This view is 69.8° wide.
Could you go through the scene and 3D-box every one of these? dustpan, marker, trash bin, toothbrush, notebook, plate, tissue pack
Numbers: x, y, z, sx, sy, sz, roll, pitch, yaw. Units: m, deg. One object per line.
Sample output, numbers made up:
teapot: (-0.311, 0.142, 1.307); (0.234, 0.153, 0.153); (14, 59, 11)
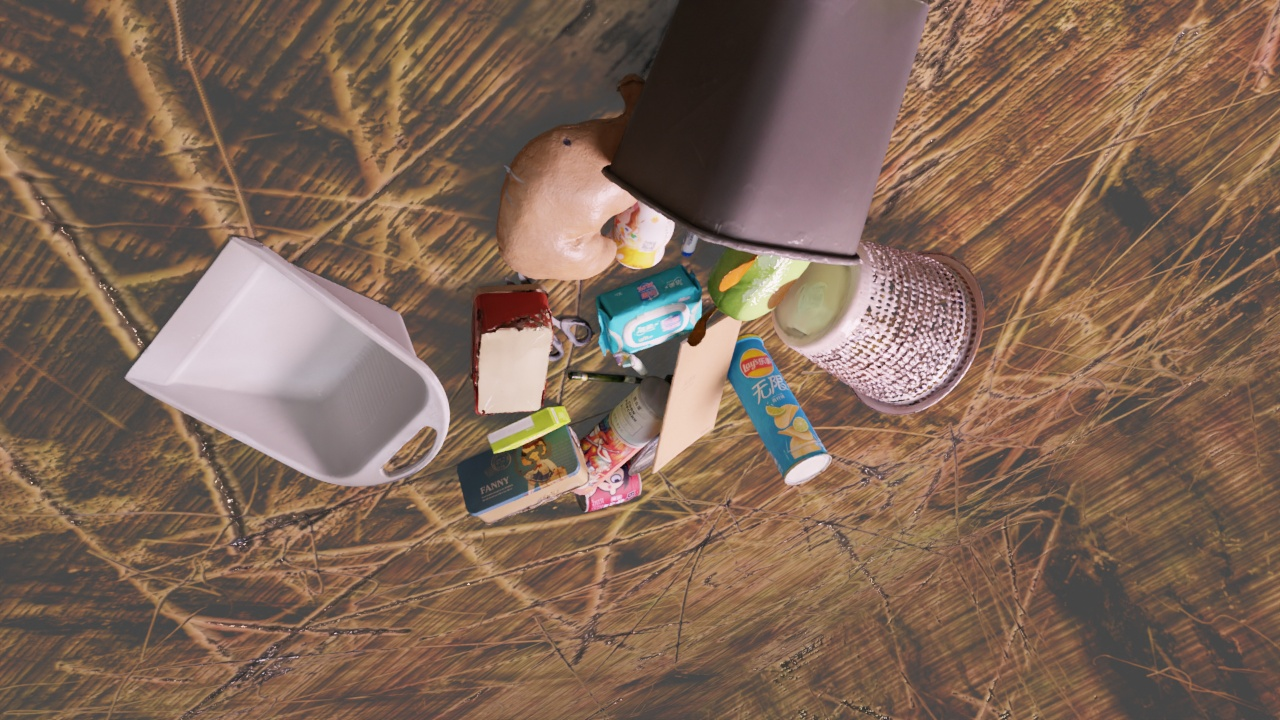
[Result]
dustpan: (-0.330, 0.031, 0.923); (0.223, 0.142, 0.257); (-41, 147, 24)
marker: (0.067, -0.169, 1.016); (0.016, 0.017, 0.146); (-11, 146, -21)
trash bin: (0.111, -0.219, 0.774); (0.198, 0.199, 0.220); (3, 116, -38)
trash bin: (0.283, -0.061, 1.167); (0.192, 0.227, 0.228); (18, 130, -32)
toothbrush: (-0.007, 0.007, 1.166); (0.020, 0.029, 0.189); (-62, 171, -1)
toothbrush: (-0.020, 0.023, 1.248); (0.185, 0.012, 0.017); (5, 133, -39)
notebook: (0.075, 0.038, 1.222); (0.149, 0.012, 0.212); (-32, 143, -46)
plate: (0.045, 0.107, 1.372); (0.179, 0.024, 0.179); (-39, 168, -10)
tissue pack: (0.008, -0.056, 1.111); (0.133, 0.050, 0.093); (-20, 150, -6)

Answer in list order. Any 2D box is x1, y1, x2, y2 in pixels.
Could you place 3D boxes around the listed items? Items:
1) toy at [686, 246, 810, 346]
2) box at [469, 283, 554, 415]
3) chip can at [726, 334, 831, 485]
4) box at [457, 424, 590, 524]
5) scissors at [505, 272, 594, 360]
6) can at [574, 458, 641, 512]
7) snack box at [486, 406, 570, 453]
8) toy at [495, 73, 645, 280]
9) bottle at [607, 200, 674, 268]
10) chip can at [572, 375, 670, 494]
toy: (0.143, -0.116, 1.052); (0.226, 0.090, 0.247); (-37, 168, -50)
box: (-0.146, -0.003, 1.045); (0.091, 0.080, 0.169); (-4, 145, -14)
chip can: (0.180, 0.065, 1.257); (0.071, 0.210, 0.071); (-18, 148, -12)
box: (-0.167, 0.159, 1.273); (0.184, 0.089, 0.061); (-24, 149, 1)
scissors: (-0.118, -0.047, 1.073); (0.171, 0.014, 0.147); (5, 137, -40)
can: (-0.052, 0.192, 1.426); (0.093, 0.066, 0.067); (-13, 147, -19)
snack box: (-0.141, 0.087, 1.182); (0.086, 0.026, 0.156); (-25, 177, 1)
toy: (-0.062, -0.168, 0.876); (0.143, 0.082, 0.227); (-3, 138, -33)
bottle: (0.006, -0.148, 0.959); (0.063, 0.063, 0.109); (-8, 145, -26)
chip can: (-0.033, 0.110, 1.298); (0.071, 0.071, 0.215); (6, 141, -41)
